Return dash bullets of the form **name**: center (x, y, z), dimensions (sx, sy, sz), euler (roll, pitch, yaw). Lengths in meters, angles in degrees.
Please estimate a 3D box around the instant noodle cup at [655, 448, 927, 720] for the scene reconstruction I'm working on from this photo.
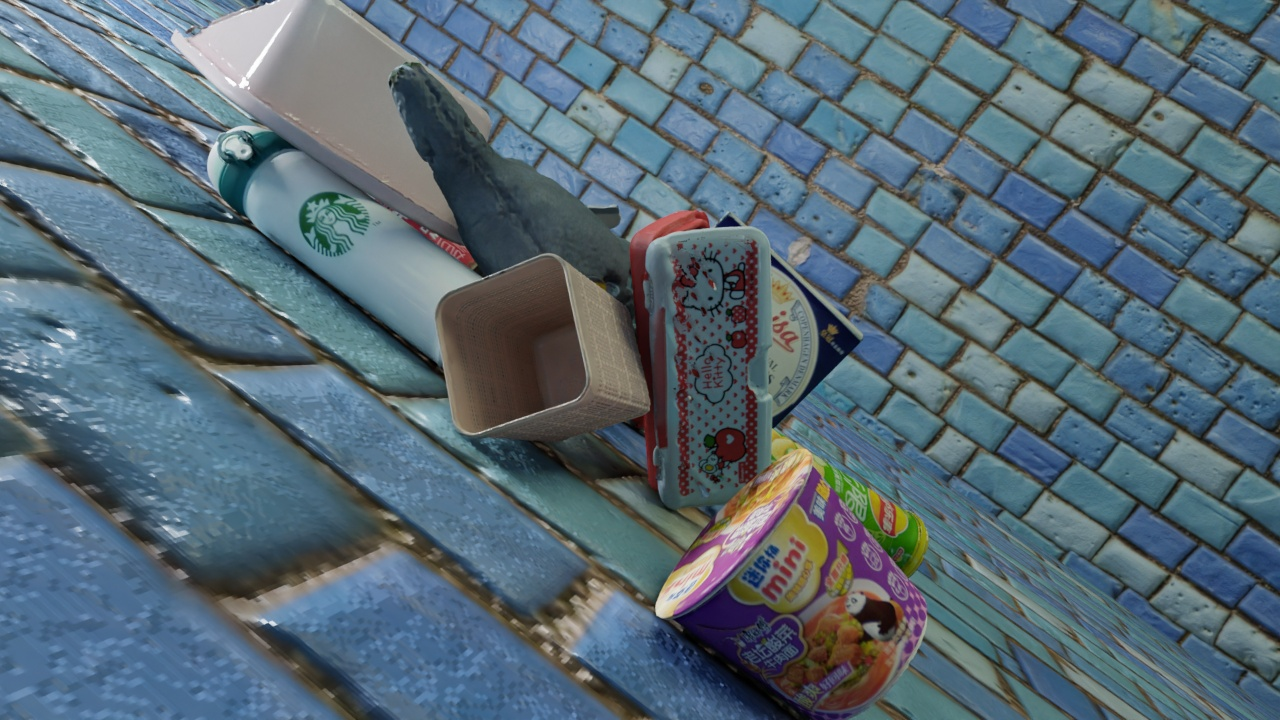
- **instant noodle cup**: center (0.080, 0.117, 0.459), dimensions (0.099, 0.112, 0.111), euler (43, 9, 1)

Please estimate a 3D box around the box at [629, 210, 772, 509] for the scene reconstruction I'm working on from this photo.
- **box**: center (0.048, 0.006, 0.619), dimensions (0.092, 0.202, 0.094), euler (12, 29, 32)

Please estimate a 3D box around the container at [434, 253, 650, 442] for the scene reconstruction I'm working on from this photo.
- **container**: center (-0.053, 0.001, 0.566), dimensions (0.111, 0.090, 0.089), euler (25, 49, -65)

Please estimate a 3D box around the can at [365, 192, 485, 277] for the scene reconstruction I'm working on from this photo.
- **can**: center (-0.196, -0.103, 0.797), dimensions (0.133, 0.053, 0.053), euler (35, 8, 7)

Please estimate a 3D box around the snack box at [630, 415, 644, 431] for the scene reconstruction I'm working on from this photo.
- **snack box**: center (-0.005, 0.005, 0.818), dimensions (0.080, 0.091, 0.082), euler (26, 9, -8)

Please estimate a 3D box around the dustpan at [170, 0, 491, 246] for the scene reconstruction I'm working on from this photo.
- **dustpan**: center (-0.239, -0.161, 0.698), dimensions (0.222, 0.138, 0.274), euler (29, -22, -38)

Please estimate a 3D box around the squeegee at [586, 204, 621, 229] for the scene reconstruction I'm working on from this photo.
- **squeegee**: center (-0.081, -0.084, 0.897), dimensions (0.247, 0.039, 0.246), euler (4, -13, 26)

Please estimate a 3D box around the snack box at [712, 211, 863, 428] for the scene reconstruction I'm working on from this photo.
- **snack box**: center (0.089, -0.021, 0.904), dimensions (0.178, 0.182, 0.045), euler (44, 8, 4)

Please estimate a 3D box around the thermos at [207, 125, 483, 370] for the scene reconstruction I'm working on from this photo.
- **thermos**: center (-0.197, -0.082, 0.625), dimensions (0.224, 0.073, 0.073), euler (35, 8, 10)

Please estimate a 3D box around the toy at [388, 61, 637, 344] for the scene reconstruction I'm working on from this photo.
- **toy**: center (-0.053, -0.078, 0.672), dimensions (0.356, 0.092, 0.137), euler (35, 39, -50)

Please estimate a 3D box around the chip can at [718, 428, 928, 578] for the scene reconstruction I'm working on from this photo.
- **chip can**: center (0.151, 0.121, 0.811), dimensions (0.221, 0.072, 0.072), euler (31, 9, -19)
